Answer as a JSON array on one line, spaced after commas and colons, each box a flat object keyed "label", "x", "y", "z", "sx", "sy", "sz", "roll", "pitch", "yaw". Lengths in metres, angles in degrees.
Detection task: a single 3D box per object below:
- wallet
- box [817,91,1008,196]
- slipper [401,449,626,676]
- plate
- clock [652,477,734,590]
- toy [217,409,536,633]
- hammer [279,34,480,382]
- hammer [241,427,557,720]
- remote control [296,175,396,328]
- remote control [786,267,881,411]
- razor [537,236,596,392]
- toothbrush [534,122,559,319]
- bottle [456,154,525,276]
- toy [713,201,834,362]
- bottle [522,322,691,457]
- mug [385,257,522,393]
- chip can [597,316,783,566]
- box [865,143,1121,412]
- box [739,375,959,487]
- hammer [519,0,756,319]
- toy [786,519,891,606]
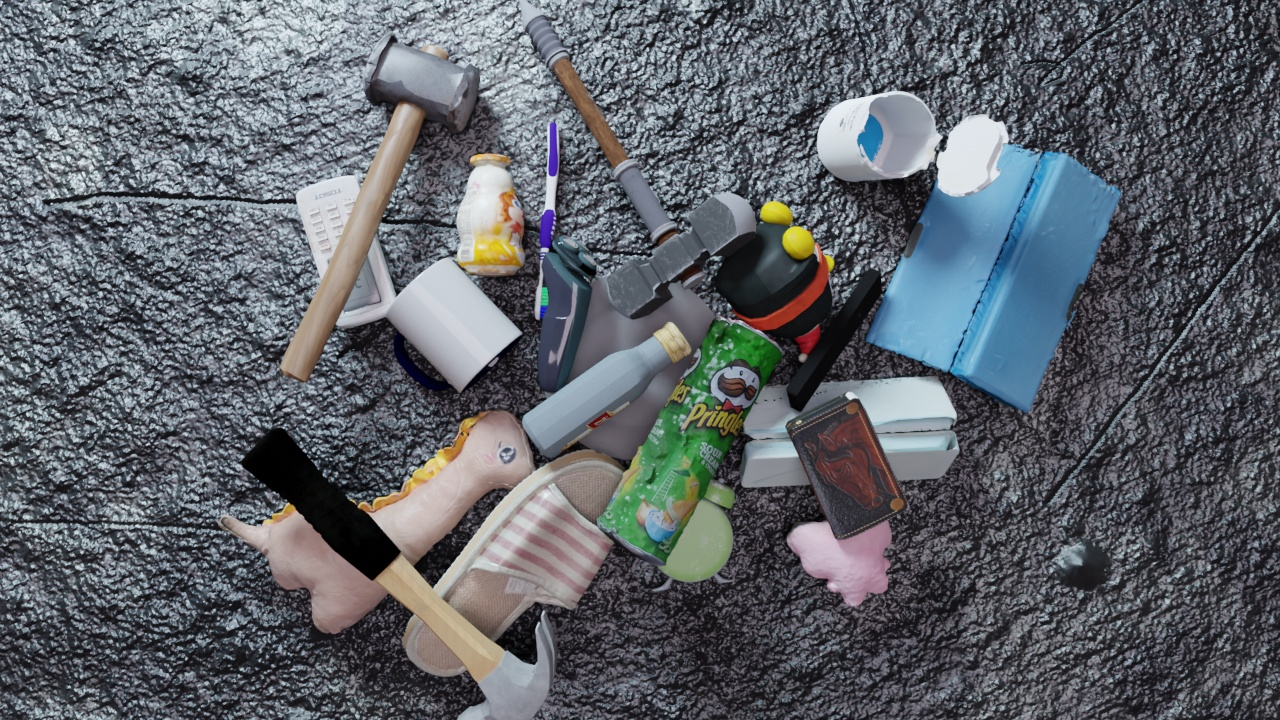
[{"label": "wallet", "x": 0.183, "y": 0.095, "z": 0.816, "sx": 0.072, "sy": 0.019, "sz": 0.123, "roll": -27, "pitch": 107, "yaw": 2}, {"label": "box", "x": 0.236, "y": -0.193, "z": 0.811, "sx": 0.118, "sy": 0.160, "sz": 0.084, "roll": 24, "pitch": 95, "yaw": -13}, {"label": "slipper", "x": -0.107, "y": 0.194, "z": 0.837, "sx": 0.263, "sy": 0.052, "sz": 0.115, "roll": -46, "pitch": 121, "yaw": 2}, {"label": "plate", "x": -0.005, "y": 0.005, "z": 0.873, "sx": 0.178, "sy": 0.012, "sz": 0.178, "roll": 0, "pitch": 91, "yaw": -2}, {"label": "clock", "x": 0.045, "y": 0.157, "z": 0.862, "sx": 0.094, "sy": 0.042, "sz": 0.119, "roll": -8, "pitch": 90, "yaw": -3}, {"label": "toy", "x": -0.229, "y": 0.125, "z": 0.842, "sx": 0.196, "sy": 0.065, "sz": 0.264, "roll": 44, "pitch": 88, "yaw": -7}, {"label": "hammer", "x": -0.243, "y": -0.135, "z": 0.821, "sx": 0.098, "sy": 0.052, "sz": 0.328, "roll": 20, "pitch": 81, "yaw": -3}, {"label": "hammer", "x": -0.206, "y": 0.187, "z": 0.786, "sx": 0.131, "sy": 0.039, "sz": 0.328, "roll": -43, "pitch": 95, "yaw": 14}, {"label": "remote control", "x": -0.273, "y": -0.101, "z": 0.856, "sx": 0.060, "sy": 0.025, "sz": 0.138, "roll": -17, "pitch": 91, "yaw": -2}, {"label": "remote control", "x": 0.180, "y": -0.020, "z": 0.850, "sx": 0.013, "sy": 0.034, "sz": 0.149, "roll": 28, "pitch": 71, "yaw": 29}, {"label": "razor", "x": -0.072, "y": -0.041, "z": 0.843, "sx": 0.052, "sy": 0.047, "sz": 0.143, "roll": 13, "pitch": 95, "yaw": 26}, {"label": "toothbrush", "x": -0.087, "y": -0.131, "z": 0.868, "sx": 0.016, "sy": 0.015, "sz": 0.186, "roll": 5, "pitch": 90, "yaw": -4}, {"label": "bottle", "x": -0.137, "y": -0.132, "z": 0.841, "sx": 0.063, "sy": 0.063, "sz": 0.108, "roll": -1, "pitch": 92, "yaw": -2}, {"label": "toy", "x": 0.130, "y": -0.068, "z": 0.839, "sx": 0.100, "sy": 0.097, "sz": 0.119, "roll": -39, "pitch": 122, "yaw": 12}, {"label": "bottle", "x": -0.028, "y": 0.024, "z": 0.829, "sx": 0.161, "sy": 0.072, "sz": 0.046, "roll": -35, "pitch": 86, "yaw": -1}, {"label": "mug", "x": -0.179, "y": -0.021, "z": 0.841, "sx": 0.097, "sy": 0.078, "sz": 0.112, "roll": 46, "pitch": 117, "yaw": -2}, {"label": "chip can", "x": 0.043, "y": 0.071, "z": 0.816, "sx": 0.075, "sy": 0.075, "sz": 0.223, "roll": 31, "pitch": 80, "yaw": -2}, {"label": "box", "x": 0.336, "y": -0.087, "z": 0.858, "sx": 0.173, "sy": 0.066, "sz": 0.231, "roll": 23, "pitch": 87, "yaw": 1}, {"label": "box", "x": 0.190, "y": 0.058, "z": 0.866, "sx": 0.199, "sy": 0.086, "sz": 0.096, "roll": -3, "pitch": 60, "yaw": -3}, {"label": "hammer", "x": -0.033, "y": -0.205, "z": 0.838, "sx": 0.156, "sy": 0.043, "sz": 0.322, "roll": -35, "pitch": 79, "yaw": 25}, {"label": "toy", "x": 0.198, "y": 0.180, "z": 0.863, "sx": 0.102, "sy": 0.050, "sz": 0.093, "roll": -25, "pitch": 88, "yaw": -5}]
